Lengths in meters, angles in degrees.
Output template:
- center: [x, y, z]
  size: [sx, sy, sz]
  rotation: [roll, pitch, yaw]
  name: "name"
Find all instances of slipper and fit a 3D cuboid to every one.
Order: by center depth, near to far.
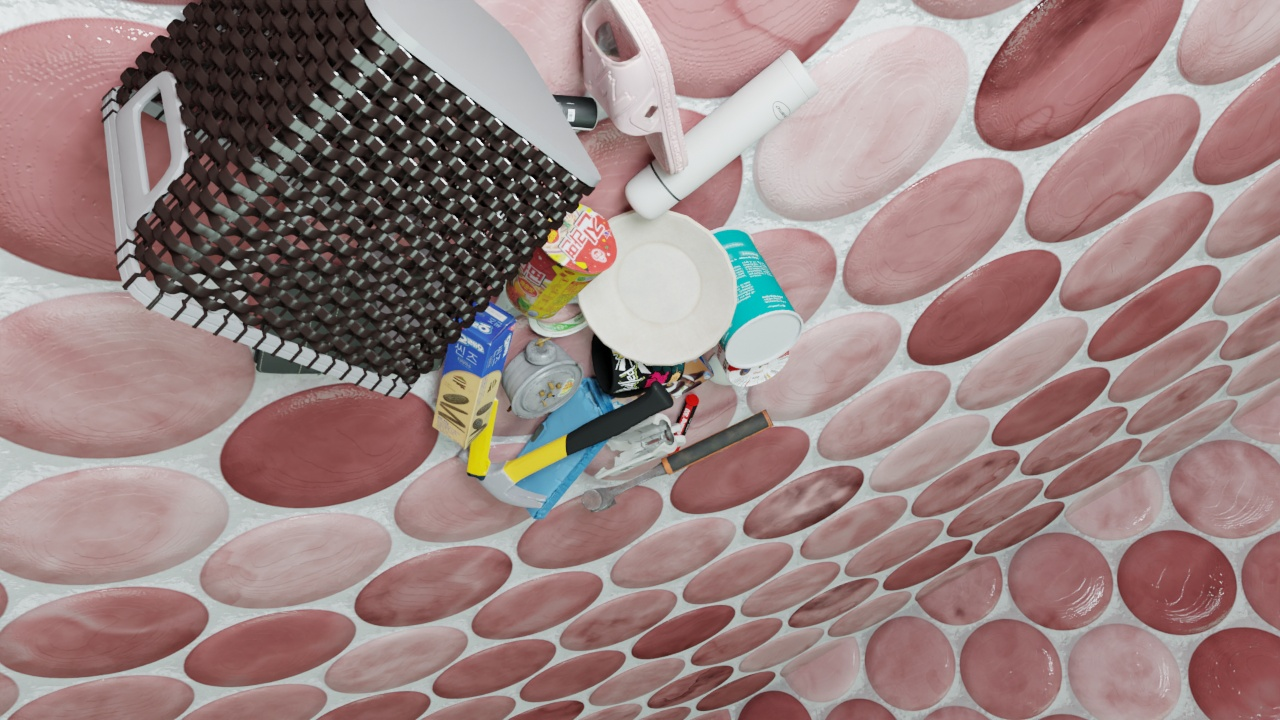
- center: [-0.011, -0.249, 0.841]
  size: [0.064, 0.094, 0.239]
  rotation: [-30, 150, -1]
  name: "slipper"

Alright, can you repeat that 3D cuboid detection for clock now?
- center: [-0.124, 0.018, 1.158]
  size: [0.103, 0.056, 0.148]
  rotation: [-24, 148, -24]
  name: "clock"

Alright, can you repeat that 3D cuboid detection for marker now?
- center: [0.064, 0.102, 1.433]
  size: [0.023, 0.021, 0.145]
  rotation: [-3, 141, -17]
  name: "marker"

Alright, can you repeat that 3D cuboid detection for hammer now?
- center: [-0.092, 0.110, 1.218]
  size: [0.324, 0.029, 0.127]
  rotation: [-27, 110, 29]
  name: "hammer"
- center: [0.062, 0.158, 1.437]
  size: [0.314, 0.035, 0.138]
  rotation: [-26, 169, 1]
  name: "hammer"

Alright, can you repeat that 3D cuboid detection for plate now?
- center: [0.019, -0.085, 1.059]
  size: [0.189, 0.027, 0.189]
  rotation: [6, 114, 12]
  name: "plate"
- center: [0.148, 0.008, 1.351]
  size: [0.104, 0.026, 0.104]
  rotation: [-16, 146, -12]
  name: "plate"

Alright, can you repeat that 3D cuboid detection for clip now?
- center: [0.001, 0.114, 1.369]
  size: [0.127, 0.099, 0.151]
  rotation: [-24, -173, 37]
  name: "clip"

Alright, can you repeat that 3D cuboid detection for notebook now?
- center: [-0.304, -0.041, 1.006]
  size: [0.208, 0.029, 0.170]
  rotation: [1, 138, -30]
  name: "notebook"

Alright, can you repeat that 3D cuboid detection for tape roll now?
- center: [-0.093, -0.065, 1.109]
  size: [0.093, 0.018, 0.094]
  rotation: [-16, 145, -12]
  name: "tape roll"

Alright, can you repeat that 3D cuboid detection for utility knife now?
- center: [-0.202, 0.076, 1.201]
  size: [0.030, 0.019, 0.218]
  rotation: [9, 128, -10]
  name: "utility knife"

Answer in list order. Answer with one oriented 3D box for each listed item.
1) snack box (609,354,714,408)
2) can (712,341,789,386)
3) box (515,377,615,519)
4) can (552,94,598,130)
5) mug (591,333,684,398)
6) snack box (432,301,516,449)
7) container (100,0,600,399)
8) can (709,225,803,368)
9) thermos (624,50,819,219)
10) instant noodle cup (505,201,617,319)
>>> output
- center: [0.021, 0.031, 1.297]
  size: [0.151, 0.034, 0.087]
  rotation: [-31, 146, 10]
  name: "snack box"
- center: [0.131, -0.037, 1.197]
  size: [0.086, 0.116, 0.087]
  rotation: [-17, 146, -12]
  name: "can"
- center: [-0.115, 0.126, 1.292]
  size: [0.054, 0.093, 0.232]
  rotation: [6, 137, -38]
  name: "box"
- center: [-0.082, -0.236, 0.869]
  size: [0.080, 0.031, 0.032]
  rotation: [-4, 141, -28]
  name: "can"
- center: [-0.007, 0.007, 1.202]
  size: [0.098, 0.081, 0.118]
  rotation: [-10, 142, -21]
  name: "mug"
- center: [-0.203, 0.019, 1.102]
  size: [0.057, 0.056, 0.207]
  rotation: [-48, 167, -43]
  name: "snack box"
- center: [-0.215, -0.164, 0.700]
  size: [0.244, 0.247, 0.245]
  rotation: [-40, 143, 17]
  name: "container"
- center: [0.120, -0.077, 1.111]
  size: [0.099, 0.143, 0.099]
  rotation: [-17, 146, -12]
  name: "can"
- center: [0.080, -0.230, 0.959]
  size: [0.224, 0.052, 0.052]
  rotation: [-36, 145, 17]
  name: "thermos"
- center: [-0.096, -0.102, 0.997]
  size: [0.100, 0.100, 0.113]
  rotation: [3, 146, -35]
  name: "instant noodle cup"
